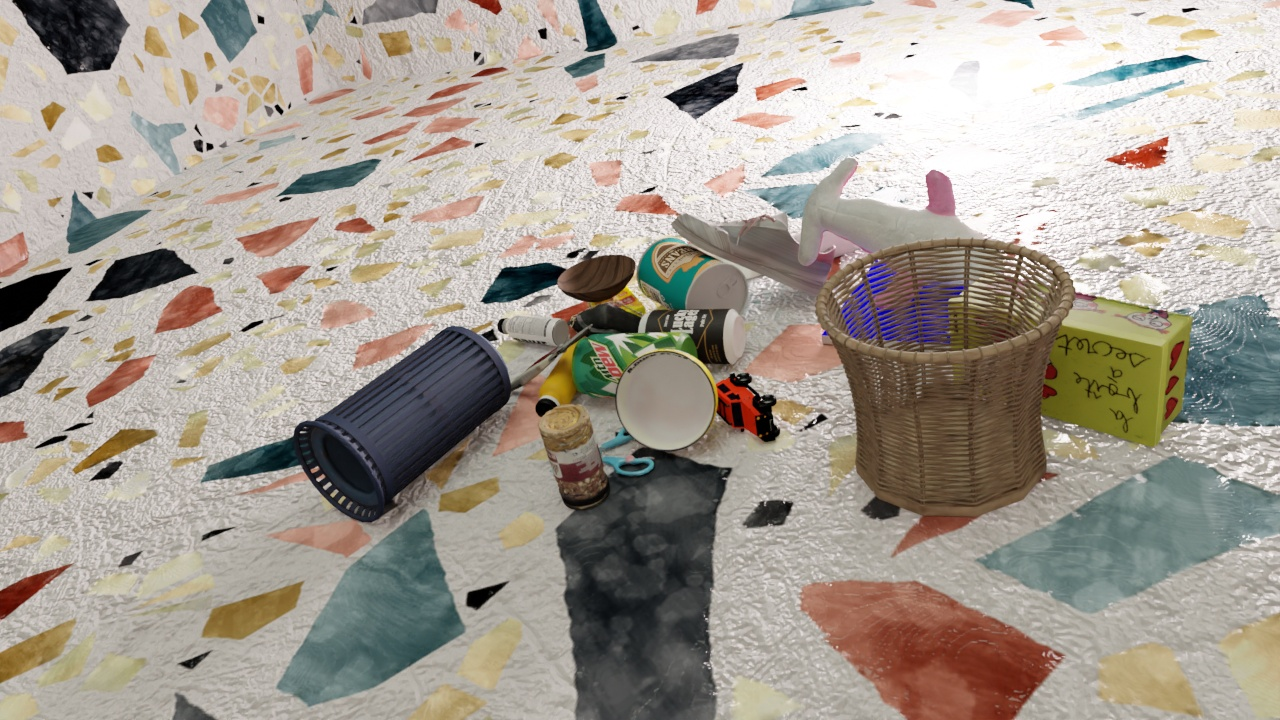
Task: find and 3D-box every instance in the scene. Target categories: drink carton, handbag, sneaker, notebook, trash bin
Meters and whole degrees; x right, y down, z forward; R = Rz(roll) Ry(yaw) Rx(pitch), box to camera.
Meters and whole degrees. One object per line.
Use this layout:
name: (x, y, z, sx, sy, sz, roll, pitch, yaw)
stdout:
drink carton: (-0.037, -0.082, 1.360, 0.058, 0.043, 0.134, -20, 31, -11)
handbag: (-0.039, -0.041, 1.243, 0.079, 0.128, 0.054, -11, 69, 38)
sneaker: (0.163, -0.171, 1.277, 0.236, 0.089, 0.099, 23, 10, -1)
notebook: (0.357, -0.075, 1.203, 0.172, 0.022, 0.208, 6, 36, 34)
trash bin: (-0.279, 0.066, 1.124, 0.139, 0.139, 0.248, 9, 36, 34)

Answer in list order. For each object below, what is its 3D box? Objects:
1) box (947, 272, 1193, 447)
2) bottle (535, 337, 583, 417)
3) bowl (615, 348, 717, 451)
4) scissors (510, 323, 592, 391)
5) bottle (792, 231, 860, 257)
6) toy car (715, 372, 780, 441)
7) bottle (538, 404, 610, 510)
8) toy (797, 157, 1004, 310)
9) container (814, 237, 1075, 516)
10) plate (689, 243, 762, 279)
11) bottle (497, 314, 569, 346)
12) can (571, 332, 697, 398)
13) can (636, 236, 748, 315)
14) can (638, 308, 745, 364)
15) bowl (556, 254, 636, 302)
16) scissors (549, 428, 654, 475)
box: (0.440, -0.006, 0.954, 0.079, 0.124, 0.221, -33, 37, -28)
bottle: (-0.099, 0.025, 1.207, 0.043, 0.043, 0.143, -1, 32, 21)
bowl: (0.035, 0.042, 1.063, 0.117, 0.117, 0.067, -5, 7, 15)
scissors: (-0.114, -0.006, 1.195, 0.189, 0.015, 0.139, -38, 6, 15)
bottle: (0.265, -0.173, 1.374, 0.195, 0.052, 0.052, -19, 30, -7)
toy car: (0.120, 0.055, 1.056, 0.048, 0.051, 0.100, -19, 30, -14)
bottle: (-0.071, 0.105, 0.999, 0.056, 0.105, 0.056, -11, 30, 6)
toy: (0.343, -0.156, 1.209, 0.266, 0.187, 0.127, 24, 5, 15)
container: (0.298, 0.017, 0.898, 0.227, 0.196, 0.226, -11, 30, 6)
plate: (0.145, -0.177, 1.456, 0.189, 0.027, 0.188, -11, 30, 6)
bottle: (-0.162, -0.046, 1.356, 0.116, 0.041, 0.041, 8, 37, 33)
can: (-0.007, 0.007, 1.158, 0.144, 0.083, 0.082, 0, 33, 23)
can: (0.072, -0.109, 1.302, 0.099, 0.099, 0.144, -25, 32, -19)
can: (0.068, -0.031, 1.202, 0.129, 0.072, 0.071, 1, 33, 25)
bowl: (-0.061, -0.115, 1.350, 0.119, 0.032, 0.119, -12, 30, 7)
scissors: (-0.039, 0.102, 1.083, 0.139, 0.015, 0.117, 7, 35, 22)
